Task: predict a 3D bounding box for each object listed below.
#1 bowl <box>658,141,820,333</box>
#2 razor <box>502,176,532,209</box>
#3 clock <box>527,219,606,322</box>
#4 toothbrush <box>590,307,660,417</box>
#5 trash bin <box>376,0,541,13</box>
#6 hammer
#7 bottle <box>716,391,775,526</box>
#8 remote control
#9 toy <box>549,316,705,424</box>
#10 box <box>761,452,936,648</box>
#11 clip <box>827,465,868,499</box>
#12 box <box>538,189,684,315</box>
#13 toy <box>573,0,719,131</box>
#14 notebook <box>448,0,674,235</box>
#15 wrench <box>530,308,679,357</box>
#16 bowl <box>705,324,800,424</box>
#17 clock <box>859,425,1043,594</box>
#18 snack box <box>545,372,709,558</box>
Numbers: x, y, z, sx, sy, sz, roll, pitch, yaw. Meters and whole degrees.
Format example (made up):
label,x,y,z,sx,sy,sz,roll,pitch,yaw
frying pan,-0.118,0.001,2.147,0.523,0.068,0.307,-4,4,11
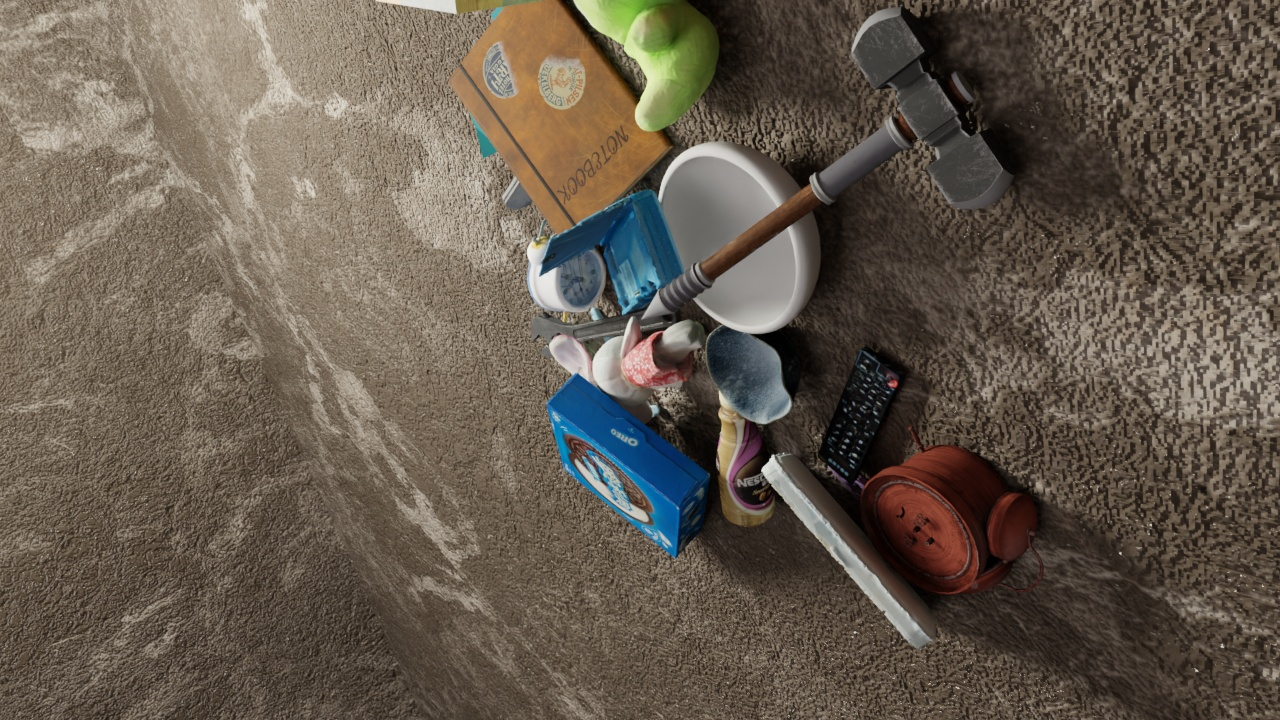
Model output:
label,x,y,z,sx,sy,sz,roll,pitch,yaw
bowl,0.098,-0.116,0.823,0.177,0.066,0.177,35,141,34
razor,-0.152,-0.251,1.091,0.116,0.047,0.088,64,149,7
clock,-0.088,-0.112,1.067,0.052,0.088,0.125,14,129,43
toothbrush,-0.020,0.001,1.134,0.155,0.016,0.022,59,158,2
trash bin,-0.156,-0.451,0.807,0.142,0.142,0.247,27,130,41
hammer,0.112,-0.112,0.716,0.323,0.042,0.156,-34,86,35
bottle,0.110,0.099,0.991,0.060,0.059,0.166,21,131,45
remote control,0.206,0.052,0.856,0.047,0.022,0.151,41,142,28
toy,-0.006,0.006,1.039,0.159,0.084,0.195,41,140,-17
box,0.200,0.173,0.870,0.209,0.045,0.191,50,-174,17
clip,0.210,0.115,0.910,0.051,0.014,0.043,60,149,-5
box,-0.040,-0.090,0.918,0.232,0.111,0.094,167,82,-81
toy,-0.001,-0.300,0.775,0.150,0.107,0.197,-79,-32,-70
notebook,-0.099,-0.260,0.957,0.179,0.014,0.249,-40,81,31
wrench,-0.050,-0.039,1.114,0.274,0.018,0.073,-9,108,49
bowl,0.119,0.003,0.903,0.110,0.055,0.110,34,140,34
clock,0.270,0.142,0.789,0.157,0.072,0.121,42,144,28
snack box,-0.013,0.134,1.107,0.195,0.056,0.239,37,160,17
